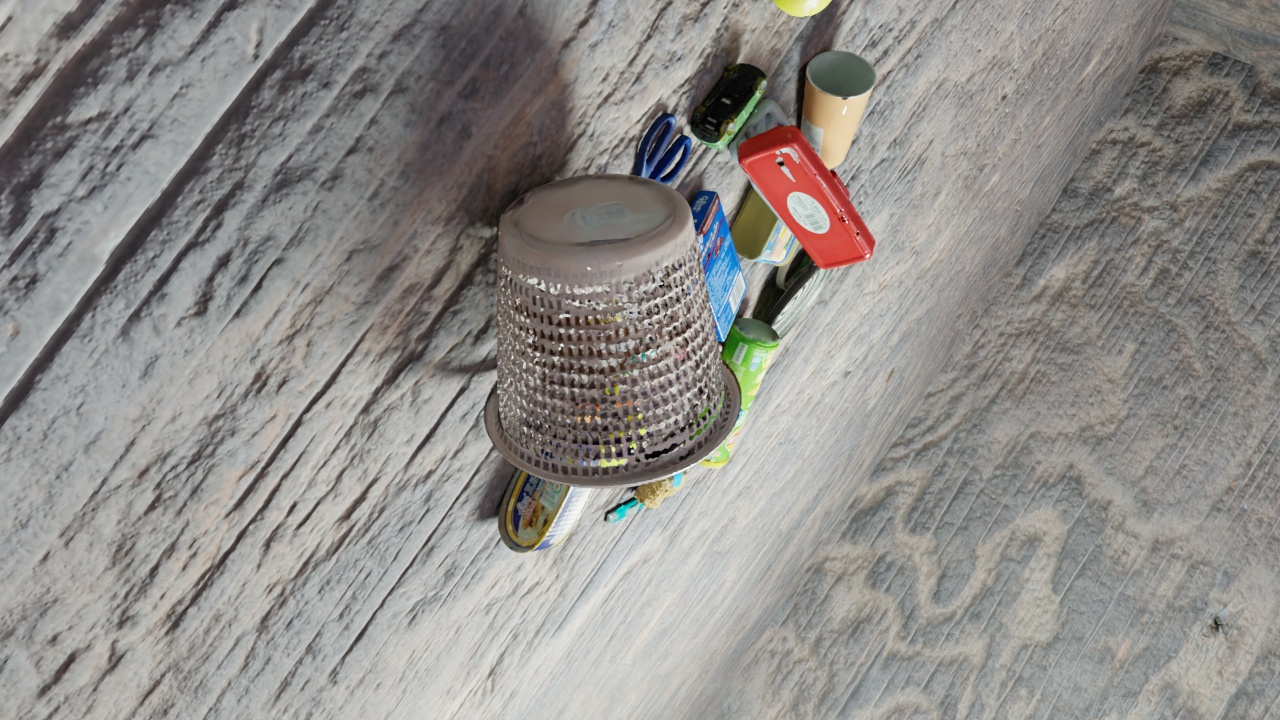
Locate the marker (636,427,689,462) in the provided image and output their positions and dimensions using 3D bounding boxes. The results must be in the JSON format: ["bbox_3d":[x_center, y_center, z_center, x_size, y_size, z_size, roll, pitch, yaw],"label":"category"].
[{"bbox_3d":[0.025,0.129,1.271,0.131,0.020,0.022,-31,137,-45],"label":"marker"}]

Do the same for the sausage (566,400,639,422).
[{"bbox_3d":[-0.038,0.056,1.058,0.164,0.021,0.021,-5,124,-61],"label":"sausage"}]

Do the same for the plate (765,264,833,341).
[{"bbox_3d":[0.225,-0.084,1.360,0.179,0.024,0.180,-45,165,-16],"label":"plate"}]

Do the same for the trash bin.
[{"bbox_3d":[-0.030,-0.038,0.757,0.226,0.228,0.192,-37,137,-38],"label":"trash bin"}]

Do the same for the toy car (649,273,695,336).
[{"bbox_3d":[0.056,-0.058,1.061,0.155,0.041,0.071,9,91,-61],"label":"toy car"}]

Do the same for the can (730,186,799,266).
[{"bbox_3d":[0.159,-0.169,1.115,0.083,0.057,0.102,-4,123,-58],"label":"can"}]

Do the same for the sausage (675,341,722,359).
[{"bbox_3d":[0.068,-0.013,1.180,0.155,0.020,0.020,-8,127,-59],"label":"sausage"}]

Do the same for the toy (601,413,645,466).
[{"bbox_3d":[-0.028,0.106,1.129,0.100,0.031,0.097,-54,158,-8],"label":"toy"}]

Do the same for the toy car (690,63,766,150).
[{"bbox_3d":[0.087,-0.248,0.897,0.091,0.043,0.036,-55,153,-1],"label":"toy car"}]

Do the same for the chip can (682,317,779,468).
[{"bbox_3d":[0.127,0.045,1.297,0.072,0.072,0.222,-22,139,-52],"label":"chip can"}]

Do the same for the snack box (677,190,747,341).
[{"bbox_3d":[0.078,-0.102,1.014,0.084,0.026,0.157,-64,149,-29],"label":"snack box"}]

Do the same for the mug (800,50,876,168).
[{"bbox_3d":[0.223,-0.287,1.072,0.078,0.078,0.123,-45,158,-26],"label":"mug"}]

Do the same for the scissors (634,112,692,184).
[{"bbox_3d":[-0.002,-0.155,0.881,0.140,0.012,0.171,-24,141,-50],"label":"scissors"}]

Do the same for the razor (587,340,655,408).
[{"bbox_3d":[-0.006,0.006,1.050,0.132,0.043,0.028,-46,-167,-28],"label":"razor"}]

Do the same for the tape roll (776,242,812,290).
[{"bbox_3d":[0.226,-0.141,1.325,0.085,0.014,0.086,-43,152,-30],"label":"tape roll"}]

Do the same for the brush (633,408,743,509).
[{"bbox_3d":[0.066,0.132,1.232,0.083,0.046,0.255,-24,163,-40],"label":"brush"}]

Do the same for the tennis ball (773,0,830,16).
[{"bbox_3d":[0.152,-0.356,0.858,0.065,0.065,0.066,-43,152,-29],"label":"tennis ball"}]

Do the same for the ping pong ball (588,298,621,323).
[{"bbox_3d":[-0.035,-0.045,0.918,0.040,0.040,0.040,-43,152,-29],"label":"ping pong ball"}]

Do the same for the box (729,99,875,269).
[{"bbox_3d":[0.186,-0.200,1.027,0.201,0.095,0.098,43,50,-36],"label":"box"}]

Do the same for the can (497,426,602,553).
[{"bbox_3d":[-0.097,0.139,0.985,0.049,0.074,0.148,4,116,-60],"label":"can"}]

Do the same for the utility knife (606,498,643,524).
[{"bbox_3d":[-0.001,0.205,1.323,0.164,0.013,0.029,-19,138,-54],"label":"utility knife"}]
